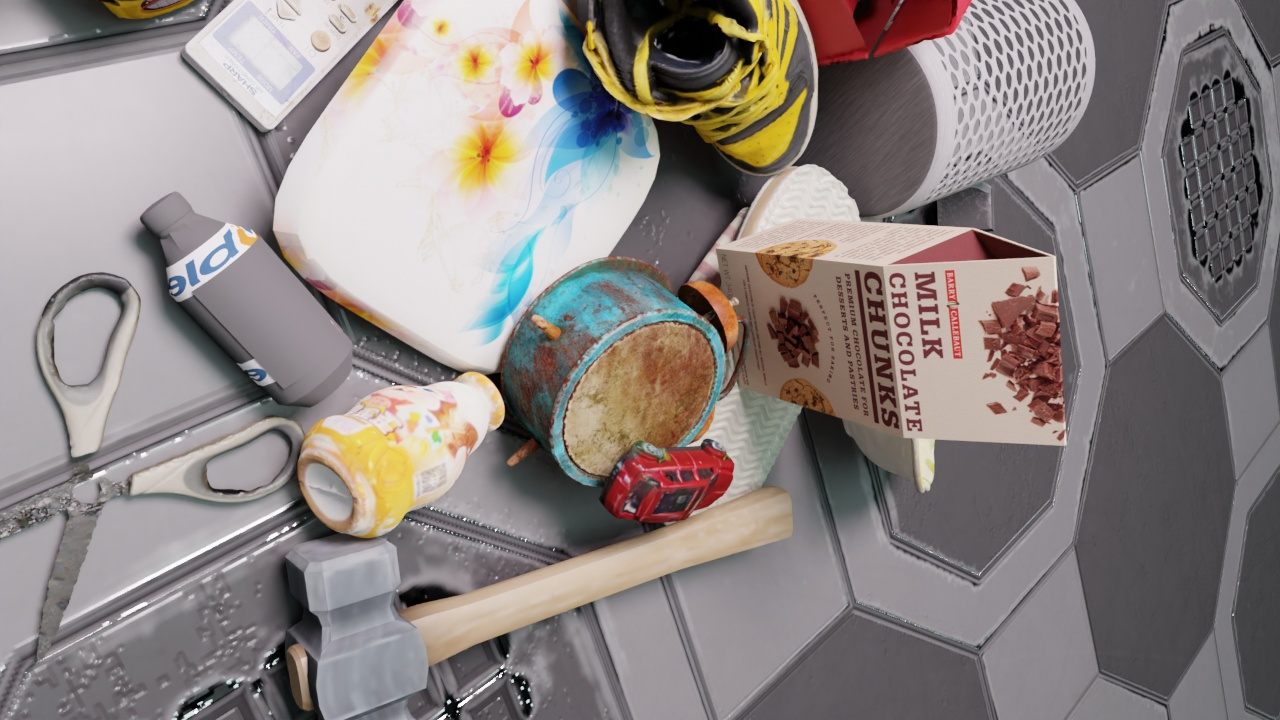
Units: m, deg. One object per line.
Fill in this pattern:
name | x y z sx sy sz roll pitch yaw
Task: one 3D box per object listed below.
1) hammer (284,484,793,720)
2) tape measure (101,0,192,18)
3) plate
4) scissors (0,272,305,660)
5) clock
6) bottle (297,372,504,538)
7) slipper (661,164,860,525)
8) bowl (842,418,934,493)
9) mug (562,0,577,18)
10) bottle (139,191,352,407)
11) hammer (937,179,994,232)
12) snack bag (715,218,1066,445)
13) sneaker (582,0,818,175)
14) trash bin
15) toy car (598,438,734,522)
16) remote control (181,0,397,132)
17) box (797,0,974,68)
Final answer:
hammer | -0.035 0.126 0.527 0.322 0.051 0.117 -11 100 -35
tape measure | -0.204 -0.175 0.388 0.065 0.064 0.037 -32 105 0
plate | -0.072 -0.088 0.470 0.187 0.016 0.187 -55 139 -3
scissors | -0.230 0.041 0.401 0.170 0.013 0.157 -14 98 -40
clock | -0.003 0.003 0.532 0.157 0.073 0.121 -8 125 -34
bottle | -0.117 0.042 0.466 0.108 0.063 0.063 -33 112 -50
slipper | 0.069 -0.007 0.626 0.115 0.052 0.263 24 86 -33
bowl | 0.185 0.002 0.687 0.218 0.060 0.188 -69 149 -45
mug | -0.072 -0.217 0.487 0.084 0.113 0.071 2 115 0
bottle | -0.180 -0.028 0.421 0.046 0.047 0.112 -50 120 -28
hammer | 0.229 -0.069 0.674 0.321 0.043 0.156 -11 98 -65
snack bag | 0.139 -0.020 0.511 0.069 0.207 0.094 -23 111 -28
sneaker | 0.043 -0.159 0.499 0.238 0.086 0.121 49 34 -46
trash bin | 0.212 -0.196 0.675 0.182 0.157 0.156 -26 107 -34
toy car | 0.018 0.069 0.519 0.091 0.036 0.042 1 125 -49
remote control | -0.161 -0.177 0.456 0.050 0.011 0.135 47 63 -30
box | 0.188 -0.292 0.514 0.124 0.379 0.211 37 68 -16
